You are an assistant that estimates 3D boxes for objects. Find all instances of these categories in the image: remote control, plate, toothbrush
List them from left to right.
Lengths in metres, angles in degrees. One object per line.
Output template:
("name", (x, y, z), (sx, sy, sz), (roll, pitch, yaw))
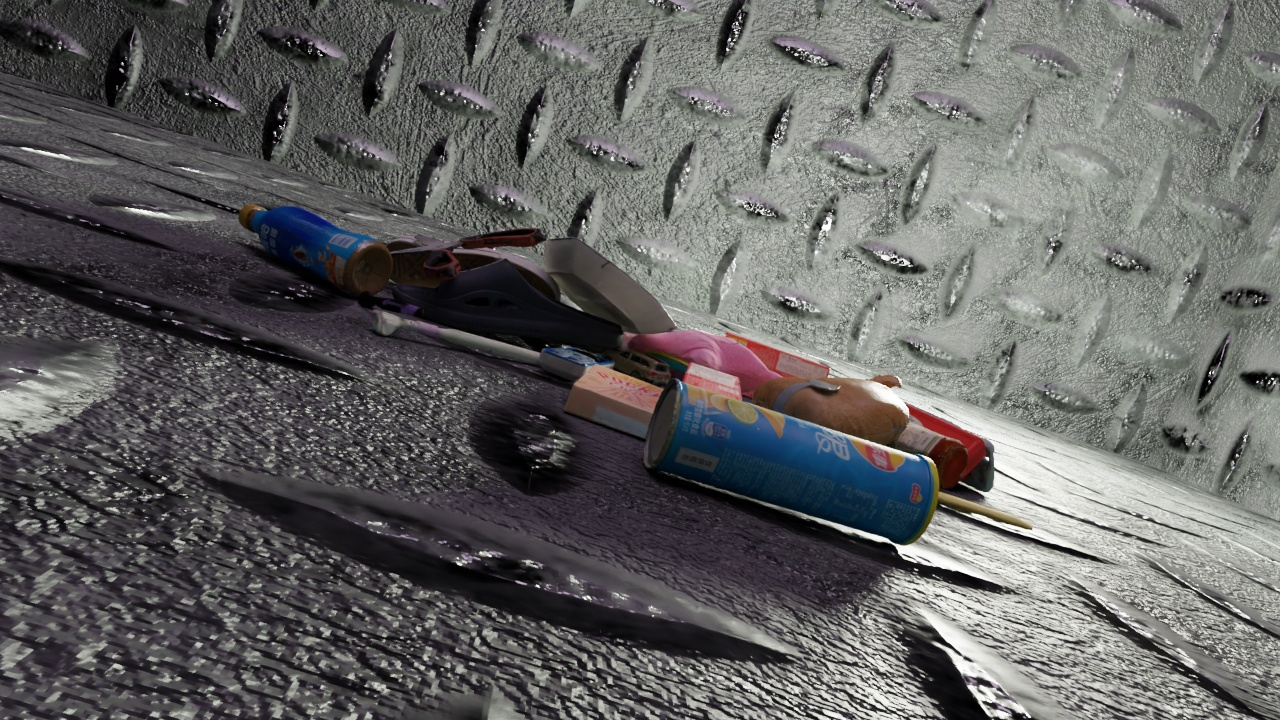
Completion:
("toothbrush", (-0.236, -0.052, 0.871), (0.016, 0.014, 0.189), (32, -10, -32))
("toothbrush", (-0.167, -0.018, 0.876), (0.189, 0.020, 0.029), (14, 39, -41))
("remote control", (-0.066, 0.003, 0.954), (0.049, 0.024, 0.124), (21, 6, 12))
("plate", (-0.050, -0.083, 1.113), (0.162, 0.034, 0.266), (41, -7, -18))

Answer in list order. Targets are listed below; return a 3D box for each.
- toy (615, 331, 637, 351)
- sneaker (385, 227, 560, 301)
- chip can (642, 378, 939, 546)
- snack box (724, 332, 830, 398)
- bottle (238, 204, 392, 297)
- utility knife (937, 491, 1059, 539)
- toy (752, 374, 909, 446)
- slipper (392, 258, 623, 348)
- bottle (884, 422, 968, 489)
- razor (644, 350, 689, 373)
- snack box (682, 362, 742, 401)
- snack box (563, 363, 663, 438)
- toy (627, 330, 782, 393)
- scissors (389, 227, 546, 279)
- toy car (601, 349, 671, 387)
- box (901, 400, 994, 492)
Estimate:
("toy", (-0.019, -0.038, 1.296), (0.121, 0.054, 0.159), (19, -1, -9))
("sneaker", (-0.207, -0.114, 1.172), (0.241, 0.118, 0.087), (15, 27, 11))
("chip can", (0.112, 0.076, 0.686), (0.210, 0.071, 0.071), (18, 7, -9))
("snack box", (0.178, 0.020, 1.267), (0.153, 0.075, 0.025), (19, 6, -3))
("bottle", (-0.365, -0.129, 1.005), (0.219, 0.065, 0.065), (22, 8, 30))
("utility knife", (0.343, 0.151, 0.941), (0.179, 0.019, 0.031), (14, 11, 4))
("toy", (0.236, 0.054, 1.031), (0.225, 0.083, 0.143), (-3, 26, -38))
("slipper", (-0.143, -0.073, 1.048), (0.268, 0.083, 0.111), (10, 7, -17))
("bottle", (0.285, 0.093, 1.084), (0.059, 0.060, 0.206), (13, 5, -39))
("razor", (0.057, 0.021, 1.047), (0.132, 0.028, 0.043), (36, 17, 24))
("snack box", (0.061, 0.044, 0.857), (0.058, 0.057, 0.207), (17, 7, 3))
("snack box", (-0.016, 0.036, 0.833), (0.084, 0.026, 0.157), (20, 7, 1))
("toy", (0.071, -0.002, 1.154), (0.194, 0.074, 0.179), (15, 3, -32))
("scissors", (-0.212, -0.129, 1.052), (0.188, 0.015, 0.225), (-18, 25, -16))
("toy car", (-0.006, 0.006, 1.055), (0.090, 0.035, 0.042), (22, 5, 41))
("box", (0.336, 0.110, 1.158), (0.094, 0.100, 0.201), (-33, 39, -26))
